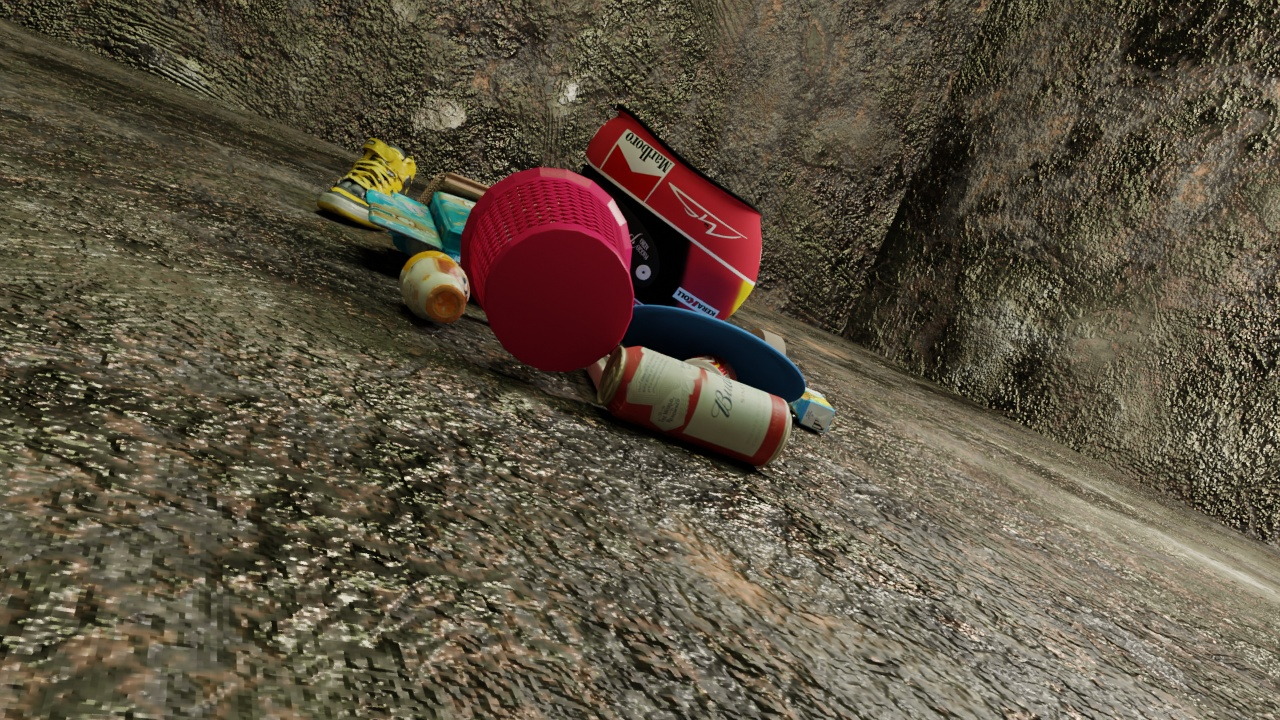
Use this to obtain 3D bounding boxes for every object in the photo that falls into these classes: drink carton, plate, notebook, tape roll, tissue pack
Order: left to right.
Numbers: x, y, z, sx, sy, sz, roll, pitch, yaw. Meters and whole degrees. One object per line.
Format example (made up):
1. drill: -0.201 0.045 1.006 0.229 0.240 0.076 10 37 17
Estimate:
1. tissue pack: -0.260 -0.156 1.243 0.093 0.062 0.144 30 13 38
2. notebook: -0.244 -0.198 1.330 0.169 0.022 0.211 18 -22 -25
3. plate: 0.077 -0.012 1.015 0.224 0.024 0.225 20 -18 7
4. tape roll: 0.147 0.008 1.169 0.030 0.094 0.093 20 9 -17
5. drink carton: 0.223 0.062 1.211 0.044 0.038 0.128 22 8 -1

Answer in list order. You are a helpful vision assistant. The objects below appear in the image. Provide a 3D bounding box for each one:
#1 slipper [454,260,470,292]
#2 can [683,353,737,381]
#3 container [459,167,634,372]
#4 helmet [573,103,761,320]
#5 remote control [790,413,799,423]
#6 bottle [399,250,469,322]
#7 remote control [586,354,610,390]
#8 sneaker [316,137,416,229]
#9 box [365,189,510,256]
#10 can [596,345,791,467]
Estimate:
1. slipper: -0.145 -0.093 1.149 0.239 0.064 0.094 23 9 11
2. can: 0.064 0.027 0.946 0.064 0.064 0.104 24 9 10
3. container: -0.084 -0.082 0.884 0.183 0.183 0.225 20 13 -14
4. helmet: 0.017 -0.149 1.153 0.271 0.225 0.197 35 11 -6
5. remote control: 0.158 0.068 1.080 0.041 0.020 0.151 24 8 17
6. bottle: -0.193 -0.066 0.872 0.063 0.063 0.109 18 10 -25
7. remote control: -0.019 0.020 0.906 0.060 0.025 0.138 20 9 -15
8. sneaker: -0.400 -0.267 1.369 0.086 0.122 0.238 20 8 -4
9. box: -0.248 -0.173 1.130 0.181 0.039 0.226 16 15 -23
10. can: 0.049 0.041 0.818 0.170 0.067 0.067 20 9 -15
